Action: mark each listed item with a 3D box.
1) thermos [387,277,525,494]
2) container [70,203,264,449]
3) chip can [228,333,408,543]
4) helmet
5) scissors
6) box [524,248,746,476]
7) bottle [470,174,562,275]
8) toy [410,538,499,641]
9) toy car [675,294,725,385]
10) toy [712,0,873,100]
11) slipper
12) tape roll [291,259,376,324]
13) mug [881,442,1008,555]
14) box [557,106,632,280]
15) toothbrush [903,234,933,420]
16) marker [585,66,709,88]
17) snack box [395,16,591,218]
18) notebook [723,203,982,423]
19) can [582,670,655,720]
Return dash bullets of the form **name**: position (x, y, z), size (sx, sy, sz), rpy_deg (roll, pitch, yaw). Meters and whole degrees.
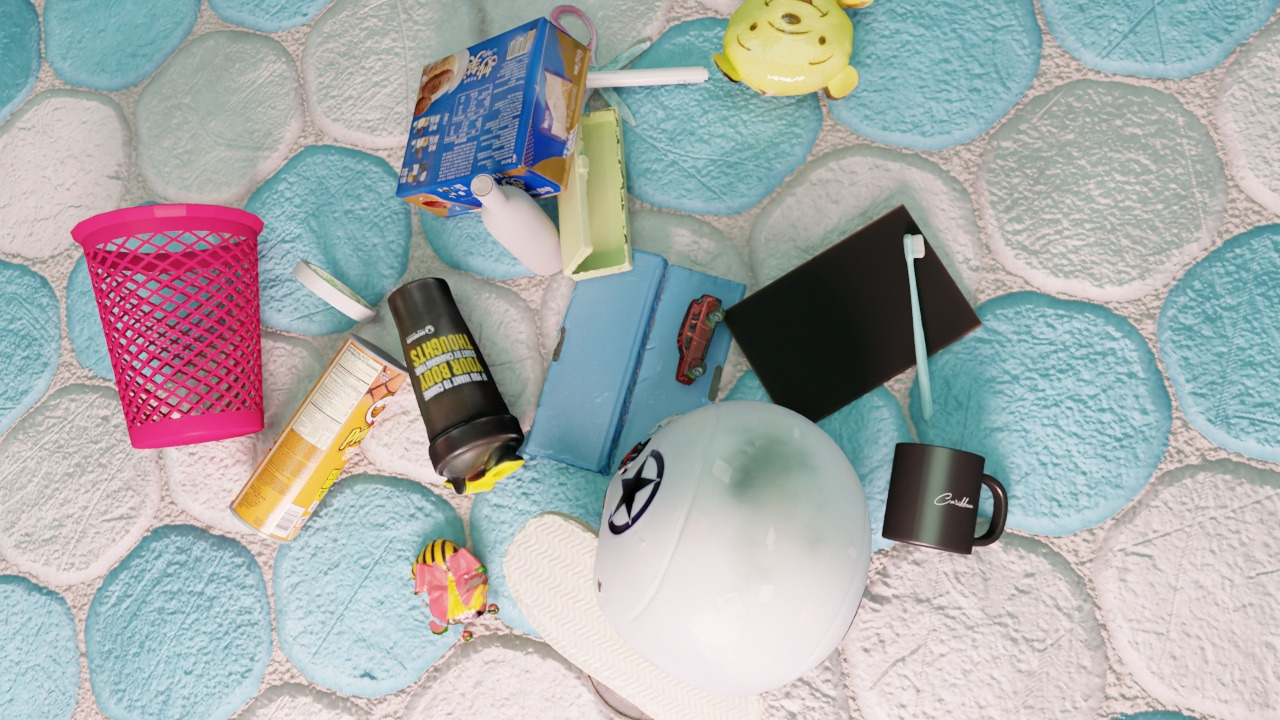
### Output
- **thermos**: position (-0.191, 0.026, 0.934), size (0.098, 0.098, 0.220), rpy_deg (-27, 72, 5)
- **container**: position (-0.480, -0.028, 0.967), size (0.183, 0.183, 0.225), rpy_deg (-11, 85, 9)
- **chip can**: position (-0.333, 0.080, 0.957), size (0.075, 0.075, 0.215), rpy_deg (34, 88, 15)
- **helmet**: position (0.095, 0.136, 0.772), size (0.236, 0.164, 0.263), rpy_deg (31, 56, -4)
- **scissors**: position (-0.067, -0.311, 1.010), size (0.172, 0.013, 0.170), rpy_deg (-37, 79, 0)
- **box**: position (-0.006, 0.005, 0.923), size (0.177, 0.047, 0.231), rpy_deg (14, 82, 12)
- **bottle**: position (-0.119, -0.134, 0.891), size (0.052, 0.195, 0.052), rpy_deg (-2, 79, 11)
- **toy**: position (-0.190, 0.225, 0.920), size (0.103, 0.046, 0.084), rpy_deg (47, 104, 20)
- **toy car**: position (0.055, -0.020, 0.893), size (0.036, 0.042, 0.091), rpy_deg (16, 81, -7)
- **toy**: position (0.169, -0.362, 0.935), size (0.149, 0.084, 0.214), rpy_deg (18, 86, 15)
- **slipper**: position (-0.006, 0.242, 0.826), size (0.272, 0.054, 0.114), rpy_deg (41, 91, 7)
- **tape roll**: position (-0.324, -0.073, 0.975), size (0.094, 0.094, 0.018), rpy_deg (36, 88, 15)
- **mug**: position (0.280, 0.128, 0.830), size (0.113, 0.078, 0.088), rpy_deg (13, 82, -13)
- **box**: position (-0.057, -0.177, 0.937), size (0.078, 0.090, 0.187), rpy_deg (-19, 69, 34)
- **toothbrush**: position (0.267, -0.033, 0.875), size (0.016, 0.016, 0.180), rpy_deg (-3, 83, -1)
- **marker**: position (0.007, -0.304, 0.982), size (0.133, 0.020, 0.017), rpy_deg (-1, 89, 5)
- **snack box**: position (-0.153, -0.239, 0.934), size (0.203, 0.069, 0.155), rpy_deg (-1, 76, 43)
- **notebook**: position (0.203, -0.040, 0.898), size (0.209, 0.008, 0.141), rpy_deg (-31, 81, 4)
- **can**: position (0.012, 0.274, 0.867), size (0.130, 0.044, 0.130), rpy_deg (-2, 79, 11)
